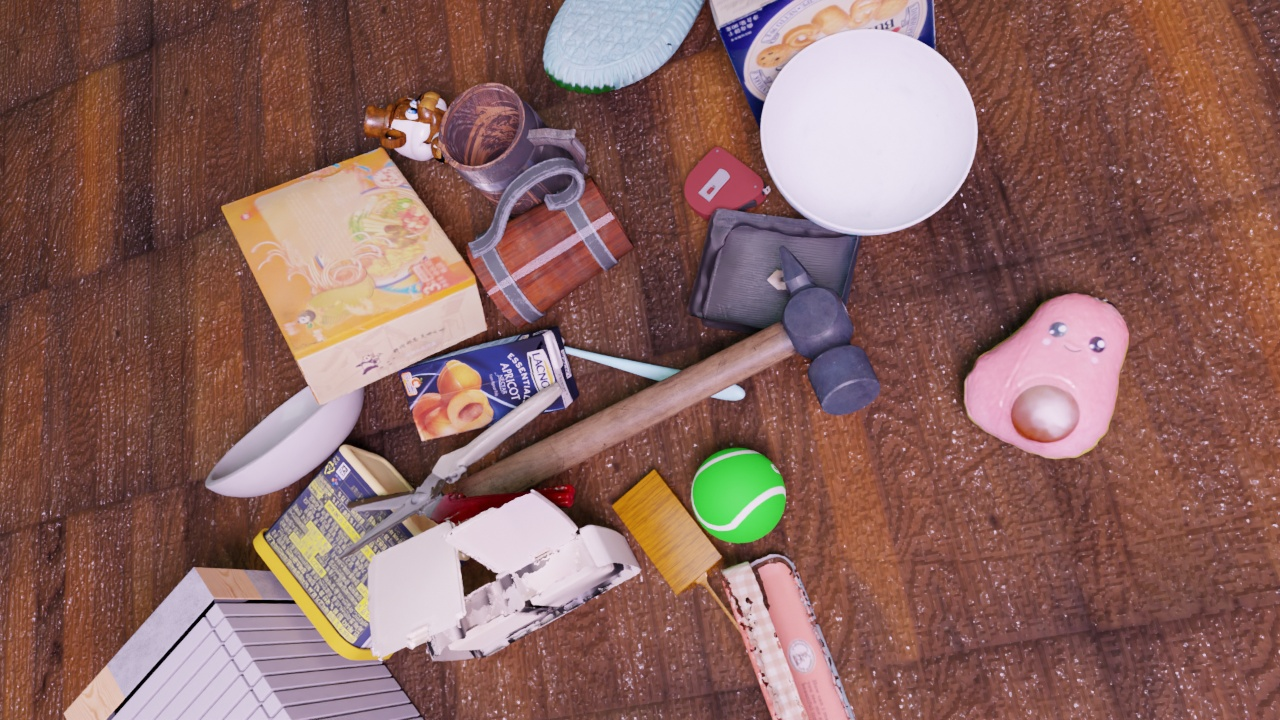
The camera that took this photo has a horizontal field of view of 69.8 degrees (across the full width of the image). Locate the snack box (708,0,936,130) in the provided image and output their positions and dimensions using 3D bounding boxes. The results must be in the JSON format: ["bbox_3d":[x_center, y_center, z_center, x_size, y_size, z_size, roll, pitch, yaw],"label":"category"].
[{"bbox_3d":[0.134,-0.240,0.654,0.144,0.145,0.042,-20,68,14],"label":"snack box"}]

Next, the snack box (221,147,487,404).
[{"bbox_3d":[-0.231,-0.071,0.748,0.145,0.081,0.195,-26,54,-18],"label":"snack box"}]

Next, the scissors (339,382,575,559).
[{"bbox_3d":[-0.120,0.082,0.657,0.199,0.015,0.178,6,52,36],"label":"scissors"}]

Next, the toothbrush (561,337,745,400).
[{"bbox_3d":[-0.004,0.004,0.712,0.181,0.016,0.016,15,110,21],"label":"toothbrush"}]

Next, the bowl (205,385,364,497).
[{"bbox_3d":[-0.280,0.065,0.752,0.150,0.149,0.043,-33,110,9],"label":"bowl"}]

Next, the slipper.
[{"bbox_3d":[0.013,-0.315,0.765,0.116,0.069,0.275,13,66,22],"label":"slipper"}]

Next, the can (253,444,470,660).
[{"bbox_3d":[-0.217,0.148,0.721,0.135,0.075,0.104,41,89,24],"label":"can"}]

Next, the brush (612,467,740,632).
[{"bbox_3d":[0.033,0.141,0.661,0.048,0.017,0.126,-42,66,6],"label":"brush"}]

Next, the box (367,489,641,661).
[{"bbox_3d":[-0.091,0.140,0.616,0.143,0.180,0.080,-30,69,3],"label":"box"}]

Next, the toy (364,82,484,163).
[{"bbox_3d":[-0.181,-0.205,0.799,0.112,0.067,0.087,9,44,-3],"label":"toy"}]

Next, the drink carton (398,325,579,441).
[{"bbox_3d":[-0.118,0.019,0.725,0.130,0.040,0.064,-13,101,16],"label":"drink carton"}]

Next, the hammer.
[{"bbox_3d":[0.000,0.036,0.660,0.322,0.040,0.129,-28,54,16],"label":"hammer"}]

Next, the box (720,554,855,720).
[{"bbox_3d":[0.106,0.218,0.597,0.067,0.057,0.187,-14,70,-18],"label":"box"}]

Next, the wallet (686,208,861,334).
[{"bbox_3d":[0.100,-0.061,0.685,0.115,0.026,0.089,12,81,22],"label":"wallet"}]

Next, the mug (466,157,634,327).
[{"bbox_3d":[-0.076,-0.096,0.712,0.111,0.117,0.081,-31,54,6],"label":"mug"}]

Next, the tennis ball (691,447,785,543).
[{"bbox_3d":[0.068,0.093,0.635,0.065,0.065,0.065,-5,74,19],"label":"tennis ball"}]

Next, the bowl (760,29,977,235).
[{"bbox_3d":[0.155,-0.150,0.653,0.144,0.074,0.144,-1,82,4],"label":"bowl"}]

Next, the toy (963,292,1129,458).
[{"bbox_3d":[0.266,0.007,0.593,0.090,0.051,0.110,27,85,23],"label":"toy"}]

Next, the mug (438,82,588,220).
[{"bbox_3d":[-0.086,-0.162,0.735,0.116,0.107,0.080,6,78,21],"label":"mug"}]

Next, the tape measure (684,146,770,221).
[{"bbox_3d":[0.064,-0.134,0.721,0.051,0.019,0.059,-48,66,2],"label":"tape measure"}]

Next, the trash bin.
[{"bbox_3d":[-0.256,0.290,0.659,0.142,0.142,0.247,-48,66,3],"label":"trash bin"}]
